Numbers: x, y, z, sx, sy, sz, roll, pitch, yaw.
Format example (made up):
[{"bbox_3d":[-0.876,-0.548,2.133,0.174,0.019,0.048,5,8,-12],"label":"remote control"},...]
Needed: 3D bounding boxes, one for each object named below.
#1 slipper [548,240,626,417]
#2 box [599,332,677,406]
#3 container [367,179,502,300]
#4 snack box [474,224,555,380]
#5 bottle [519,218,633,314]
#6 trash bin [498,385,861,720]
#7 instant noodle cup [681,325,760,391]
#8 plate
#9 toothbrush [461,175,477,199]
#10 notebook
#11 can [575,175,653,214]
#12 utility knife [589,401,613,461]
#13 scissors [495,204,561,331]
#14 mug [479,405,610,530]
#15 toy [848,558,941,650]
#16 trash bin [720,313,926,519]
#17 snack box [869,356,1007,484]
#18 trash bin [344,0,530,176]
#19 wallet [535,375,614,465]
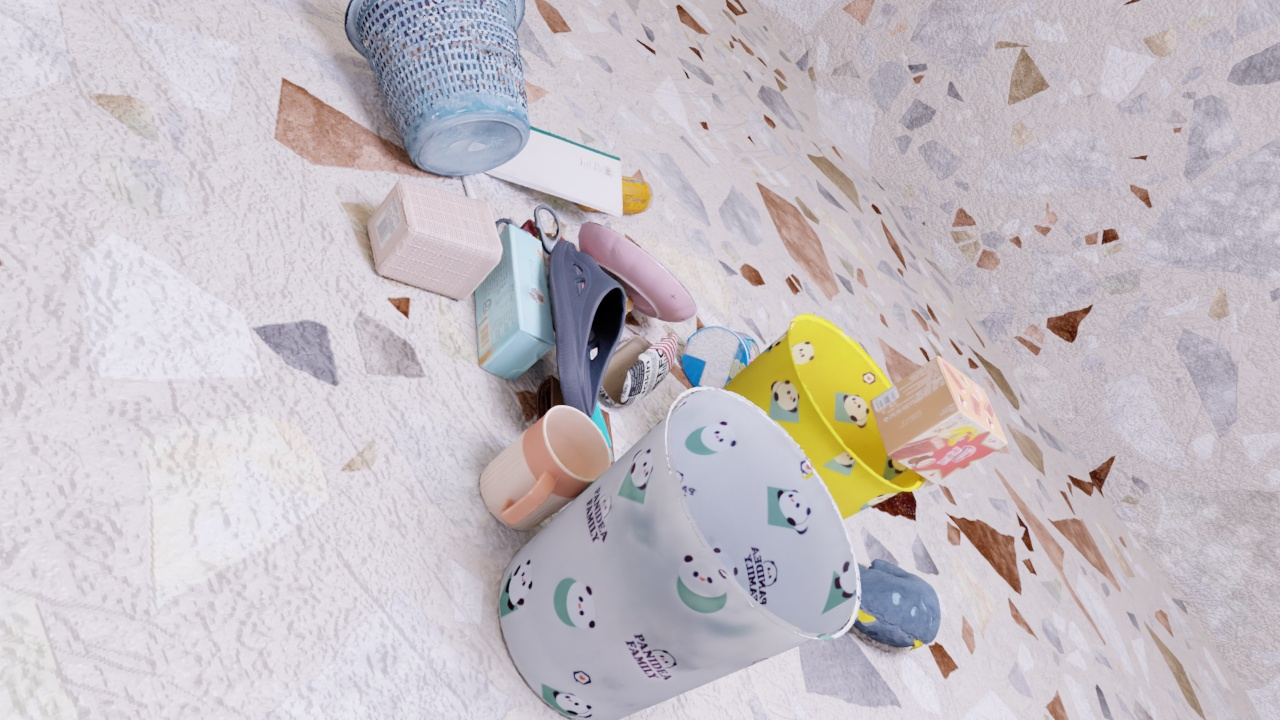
[{"bbox_3d":[-0.053,-0.036,1.024,0.267,0.083,0.111,-97,179,-50],"label":"slipper"},{"bbox_3d":[-0.013,0.008,1.168,0.086,0.076,0.162,14,25,16],"label":"box"},{"bbox_3d":[-0.226,-0.132,0.994,0.110,0.090,0.090,13,46,-43],"label":"container"},{"bbox_3d":[-0.146,-0.067,1.042,0.051,0.074,0.174,26,38,-37],"label":"snack box"},{"bbox_3d":[-0.089,-0.111,1.185,0.175,0.058,0.057,40,31,-18],"label":"bottle"},{"bbox_3d":[0.022,0.185,0.809,0.229,0.253,0.229,33,35,-27],"label":"trash bin"},{"bbox_3d":[0.126,-0.005,1.332,0.099,0.099,0.109,56,23,10],"label":"instant noodle cup"},{"bbox_3d":[-0.013,-0.108,1.225,0.192,0.039,0.192,37,-9,6],"label":"plate"},{"bbox_3d":[-0.219,-0.227,1.179,0.016,0.016,0.180,7,51,-44],"label":"toothbrush"},{"bbox_3d":[-0.123,-0.282,1.308,0.209,0.012,0.150,16,41,-16],"label":"notebook"},{"bbox_3d":[-0.041,-0.257,1.414,0.145,0.058,0.058,-10,65,-57],"label":"can"},{"bbox_3d":[-0.056,0.052,1.027,0.029,0.013,0.174,33,22,-38],"label":"utility knife"},{"bbox_3d":[-0.115,-0.112,1.132,0.165,0.014,0.162,27,77,-8],"label":"scissors"},{"bbox_3d":[-0.097,0.113,0.874,0.081,0.106,0.114,44,30,-10],"label":"mug"},{"bbox_3d":[0.339,0.331,1.257,0.355,0.091,0.138,21,13,-43],"label":"toy"},{"bbox_3d":[0.158,0.110,1.074,0.229,0.256,0.229,34,34,-27],"label":"trash bin"},{"bbox_3d":[0.319,0.066,0.985,0.094,0.093,0.077,29,36,-32],"label":"snack box"},{"bbox_3d":[-0.231,-0.344,1.128,0.226,0.227,0.195,2,68,-53],"label":"trash bin"},{"bbox_3d":[-0.071,0.085,1.022,0.101,0.032,0.124,33,34,-34],"label":"wallet"}]
